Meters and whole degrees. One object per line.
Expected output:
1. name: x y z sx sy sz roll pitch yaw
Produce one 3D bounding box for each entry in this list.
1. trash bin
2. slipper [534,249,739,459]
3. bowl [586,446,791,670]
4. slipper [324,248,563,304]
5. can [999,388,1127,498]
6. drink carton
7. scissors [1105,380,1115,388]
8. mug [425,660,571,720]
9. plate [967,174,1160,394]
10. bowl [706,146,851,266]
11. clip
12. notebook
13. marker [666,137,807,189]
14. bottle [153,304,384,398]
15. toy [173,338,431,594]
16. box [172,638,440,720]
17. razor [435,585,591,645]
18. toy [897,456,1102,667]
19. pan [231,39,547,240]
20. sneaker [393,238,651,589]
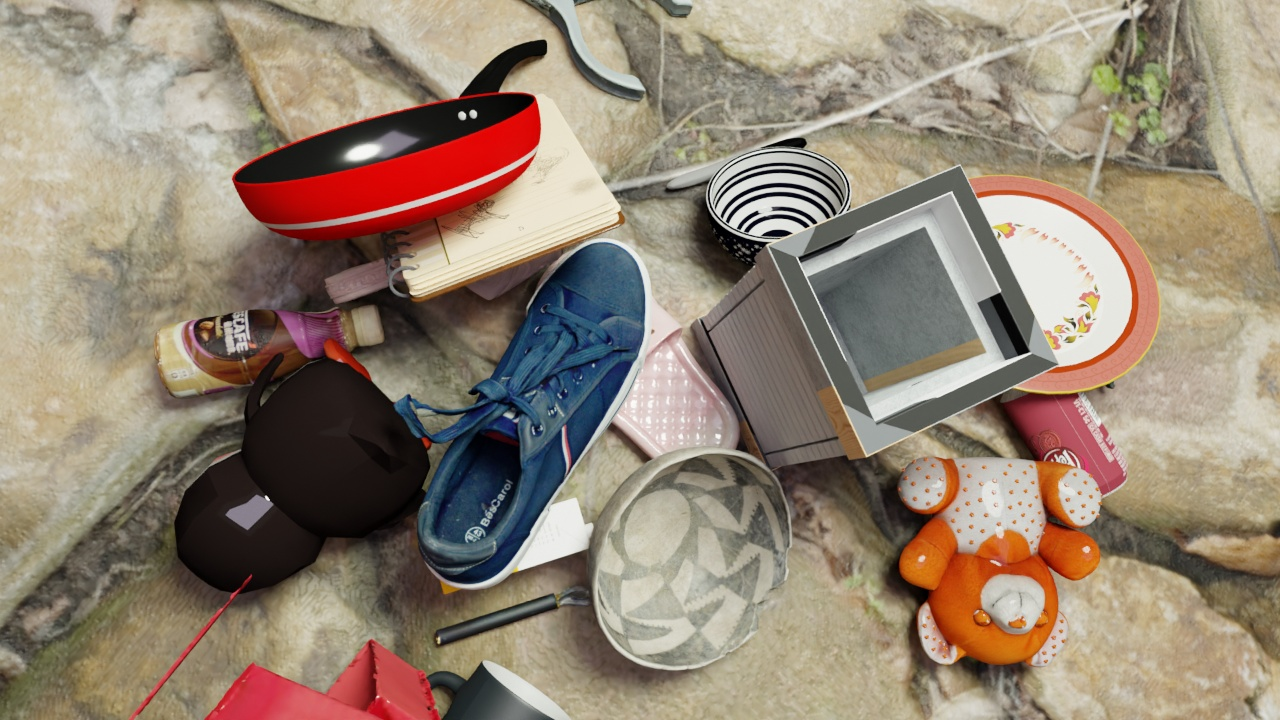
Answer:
1. trash bin: 0.154 -0.014 0.690 0.142 0.247 0.142 -23 85 -11
2. slipper: -0.005 0.004 0.765 0.106 0.056 0.221 -40 88 -10
3. bowl: 0.027 0.145 0.724 0.178 0.081 0.178 -8 105 -29
4. slipper: -0.129 -0.078 0.738 0.239 0.094 0.064 -19 100 -6
5. can: 0.369 0.064 0.800 0.063 0.063 0.114 -29 86 -11
6. drink carton: -0.099 0.144 0.728 0.122 0.059 0.040 -16 83 -10
7. scissors: 0.392 -0.032 0.841 0.148 0.019 0.122 40 82 6
8. mug: -0.126 0.283 0.697 0.122 0.085 0.094 28 77 26
9. plate: 0.339 -0.069 0.815 0.230 0.021 0.229 0 62 -1
10. bowl: 0.118 -0.120 0.789 0.120 0.066 0.120 -4 50 5
11. clip: -0.047 -0.285 0.820 0.174 0.030 0.158 11 78 -5
12. notebook: -0.121 -0.133 0.704 0.167 0.225 0.024 -22 129 -5
13. marker: 0.088 -0.177 0.823 0.138 0.022 0.016 -20 90 -11
14. bottle: -0.290 -0.014 0.728 0.166 0.060 0.059 -12 83 -14
15. toy: -0.254 0.096 0.673 0.184 0.140 0.159 -41 114 -4
16. box: -0.224 0.294 0.558 0.121 0.319 0.210 37 80 8
17. razor: -0.094 0.204 0.740 0.144 0.022 0.043 -12 122 -5
18. toy: 0.293 0.166 0.759 0.164 0.093 0.172 2 83 0
19. pan: -0.145 -0.177 0.692 0.209 0.355 0.067 -1 118 24
20. sneaker: -0.081 0.020 0.668 0.121 0.127 0.294 24 71 9
